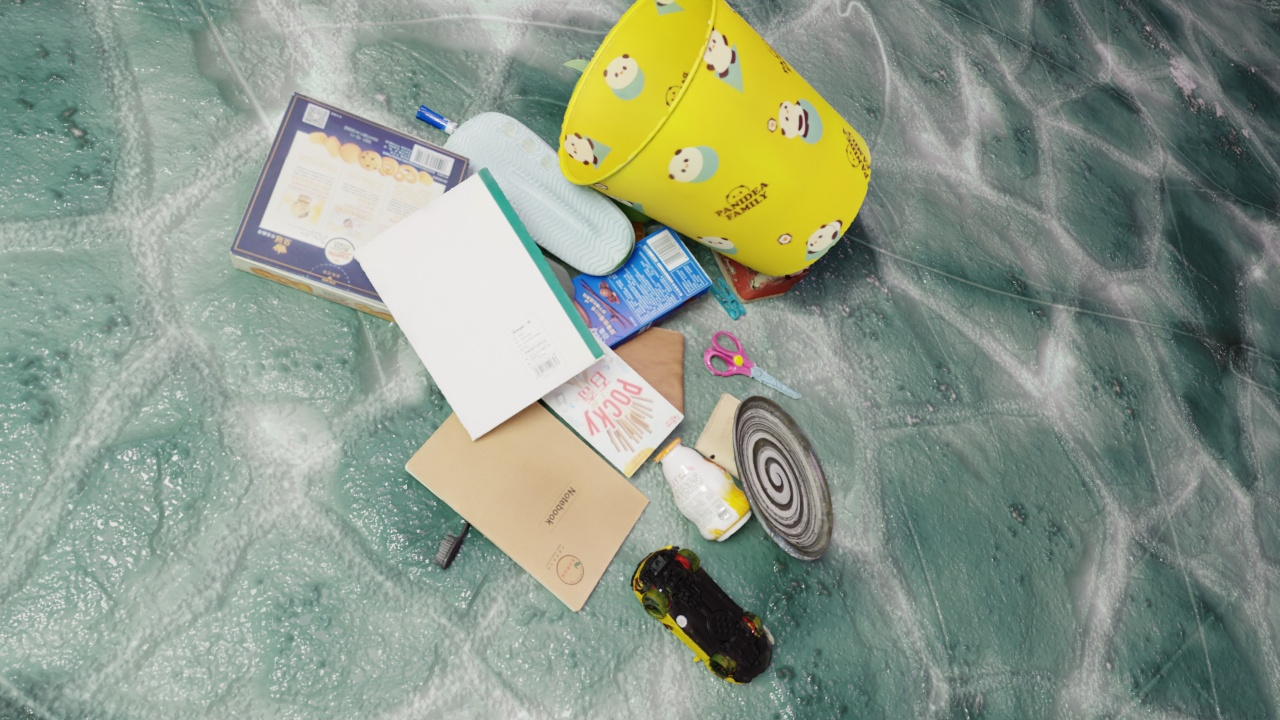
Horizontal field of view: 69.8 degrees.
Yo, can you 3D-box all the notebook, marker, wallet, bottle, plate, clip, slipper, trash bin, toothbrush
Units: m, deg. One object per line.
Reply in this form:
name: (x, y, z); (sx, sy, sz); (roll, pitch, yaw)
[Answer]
notebook: (-0.149, -0.052, 0.850); (0.150, 0.012, 0.209); (-32, 89, 3)
marker: (-0.184, -0.247, 1.038); (0.145, 0.017, 0.016); (26, 55, -13)
wallet: (-0.006, 0.006, 0.993); (0.115, 0.020, 0.101); (12, 60, -18)
bottle: (0.061, 0.129, 0.932); (0.108, 0.063, 0.063); (48, 53, 3)
plate: (0.143, 0.123, 0.953); (0.179, 0.024, 0.179); (35, 40, -36)
clip: (0.103, -0.073, 1.094); (0.043, 0.014, 0.056); (-29, 78, -36)
slipper: (-0.107, -0.177, 0.986); (0.245, 0.104, 0.074); (36, 9, 11)
wallet: (0.122, 0.095, 1.009); (0.115, 0.024, 0.087); (35, 58, -6)
trash bin: (0.085, -0.223, 0.941); (0.255, 0.230, 0.229); (27, 54, -31)
notebook: (-0.101, 0.118, 0.876); (0.207, 0.008, 0.147); (42, 50, -6)
toothbrush: (-0.150, 0.112, 0.865); (0.016, 0.014, 0.189); (14, 54, 10)

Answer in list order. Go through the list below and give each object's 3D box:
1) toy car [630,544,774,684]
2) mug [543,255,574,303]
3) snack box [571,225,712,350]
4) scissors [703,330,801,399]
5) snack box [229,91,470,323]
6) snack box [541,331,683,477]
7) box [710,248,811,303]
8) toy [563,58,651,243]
toy car: (0.059, 0.246, 0.881); (0.156, 0.041, 0.071); (43, 53, 1)
mug: (-0.131, -0.078, 0.911); (0.124, 0.103, 0.084); (31, 95, 8)
snack box: (-0.009, -0.075, 0.991); (0.157, 0.026, 0.084); (-32, 79, -19)
scissors: (0.133, 0.012, 1.062); (0.133, 0.017, 0.057); (28, 69, -16)
snack box: (-0.278, -0.146, 0.895); (0.178, 0.046, 0.182); (19, 71, -17)
snack box: (-0.041, 0.036, 0.930); (0.157, 0.027, 0.084); (42, 84, -1)
box: (0.133, -0.162, 1.118); (0.091, 0.077, 0.168); (-13, 71, -33)
toy: (-0.009, -0.239, 1.071); (0.226, 0.090, 0.246); (-21, 82, -15)
